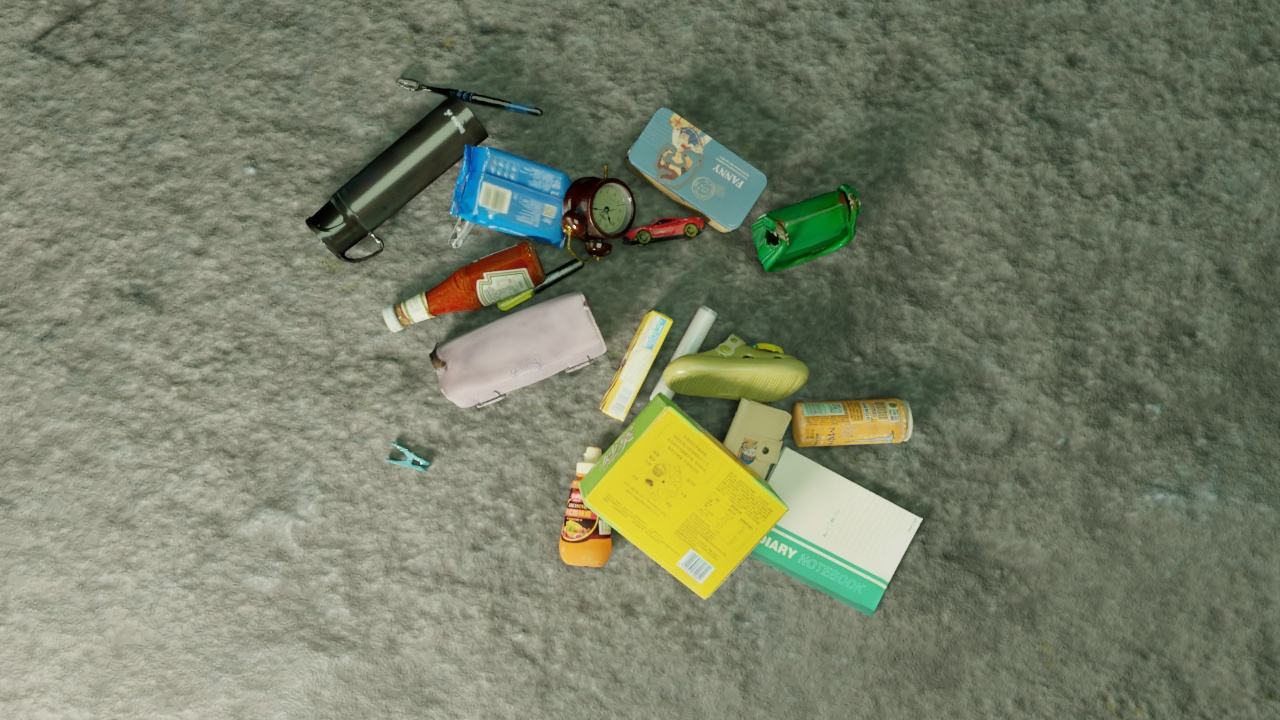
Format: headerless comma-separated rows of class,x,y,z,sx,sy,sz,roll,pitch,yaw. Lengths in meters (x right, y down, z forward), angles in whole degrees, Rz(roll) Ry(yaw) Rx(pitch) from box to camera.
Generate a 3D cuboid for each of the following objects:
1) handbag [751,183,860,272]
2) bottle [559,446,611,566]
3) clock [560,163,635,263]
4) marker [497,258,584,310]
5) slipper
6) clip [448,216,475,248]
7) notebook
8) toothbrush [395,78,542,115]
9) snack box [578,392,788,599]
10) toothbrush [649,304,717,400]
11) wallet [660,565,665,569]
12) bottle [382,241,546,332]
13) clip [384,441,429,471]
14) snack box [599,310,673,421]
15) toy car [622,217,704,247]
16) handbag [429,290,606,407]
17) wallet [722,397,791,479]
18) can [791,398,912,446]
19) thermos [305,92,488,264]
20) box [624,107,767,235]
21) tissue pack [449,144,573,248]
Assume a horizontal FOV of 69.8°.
handbag,0.208,-0.166,1.153,0.131,0.120,0.068,-20,86,-3
bottle,-0.065,0.183,1.162,0.066,0.067,0.149,5,82,-5
clock,-0.056,-0.178,1.144,0.082,0.055,0.121,40,70,-37
marker,-0.128,-0.098,1.178,0.124,0.015,0.018,-29,91,-5
slipper,0.120,0.002,1.160,0.190,0.092,0.081,2,65,-15
clip,-0.225,-0.168,1.165,0.045,0.027,0.058,35,96,13
notebook,0.247,0.226,1.209,0.209,0.012,0.150,27,89,-4
toothbrush,-0.218,-0.336,1.172,0.189,0.016,0.014,11,96,-5
snack box,0.052,0.165,1.120,0.210,0.070,0.158,41,93,-16
toothbrush,0.036,0.030,1.185,0.026,0.026,0.221,28,88,14
wallet,0.067,0.206,1.192,0.097,0.019,0.121,-6,88,-4
bottle,-0.222,-0.088,1.151,0.206,0.060,0.060,-22,91,0
clip,-0.295,0.125,1.165,0.056,0.013,0.039,22,89,-5
snack box,-0.007,0.007,1.151,0.034,0.087,0.140,29,88,-4
toy car,0.028,-0.165,1.173,0.106,0.049,0.031,-11,90,-4
handbag,-0.146,-0.014,1.112,0.197,0.145,0.098,-21,89,-4
wallet,0.144,0.111,1.178,0.087,0.024,0.115,17,98,-29
can,0.272,0.080,1.187,0.146,0.058,0.058,-2,90,-4
thermos,-0.295,-0.220,1.144,0.242,0.068,0.090,-42,107,-2
box,0.074,-0.237,1.173,0.184,0.060,0.090,31,88,-2
tissue pack,-0.155,-0.204,1.146,0.157,0.052,0.095,14,86,-26
